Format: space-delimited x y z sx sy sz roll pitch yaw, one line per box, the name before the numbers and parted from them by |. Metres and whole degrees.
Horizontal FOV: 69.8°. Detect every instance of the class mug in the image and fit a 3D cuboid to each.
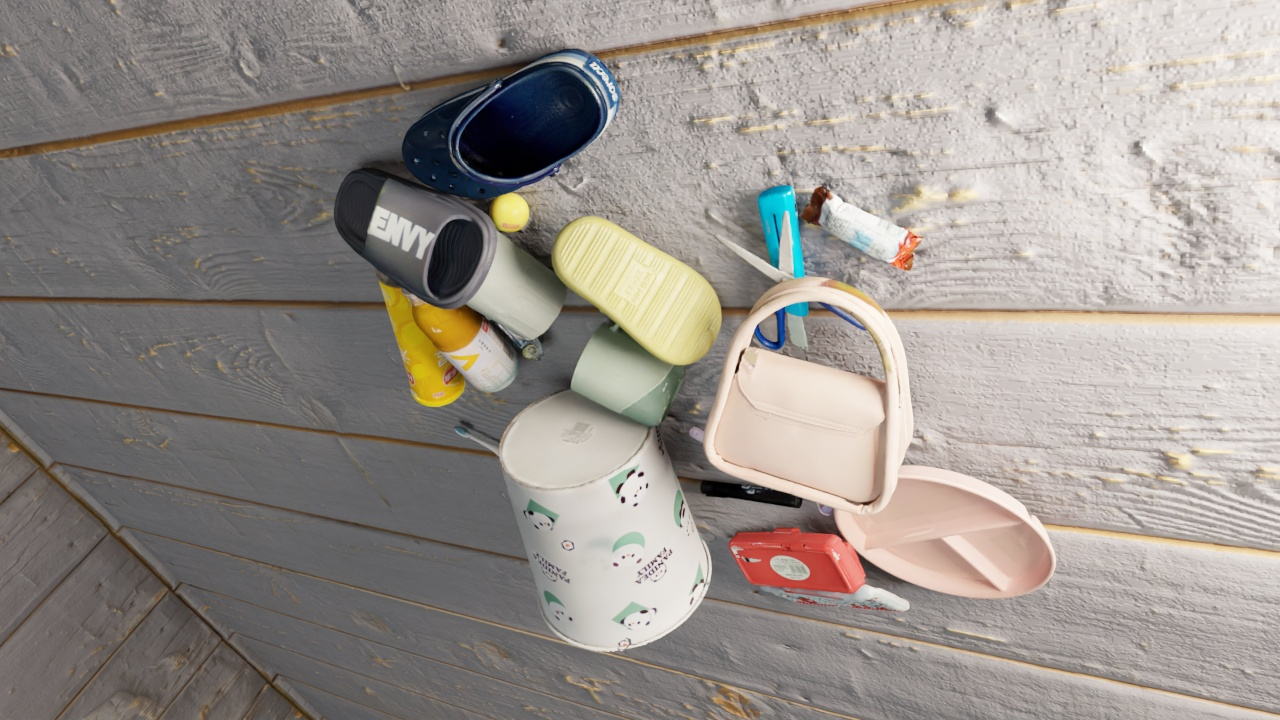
mug | -0.150 -0.084 0.988 0.103 0.083 0.124 33 174 -30
mug | -0.006 0.006 1.001 0.106 0.082 0.112 26 111 8

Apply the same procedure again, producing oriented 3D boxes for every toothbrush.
toothbrush | -0.168 0.143 1.301 0.221 0.026 0.026 25 164 10
toothbrush | 0.141 0.125 1.072 0.189 0.029 0.021 27 180 8

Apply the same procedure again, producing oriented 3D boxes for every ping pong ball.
ping pong ball | -0.134 -0.151 0.938 0.040 0.040 0.040 19 141 16

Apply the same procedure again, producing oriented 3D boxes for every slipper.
slipper | -0.005 -0.074 0.916 0.190 0.091 0.081 35 -179 -16
slipper | -0.127 -0.199 0.841 0.253 0.095 0.105 -12 122 38
slipper | -0.255 -0.133 0.936 0.268 0.083 0.111 29 104 37

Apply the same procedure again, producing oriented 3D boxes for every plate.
plate | 0.325 0.185 0.990 0.229 0.028 0.230 20 146 13

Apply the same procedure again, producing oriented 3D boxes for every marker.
marker | 0.134 0.163 1.117 0.132 0.020 0.022 2 123 33

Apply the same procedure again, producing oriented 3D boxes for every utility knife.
utility knife | 0.138 -0.079 0.849 0.034 0.018 0.191 8 138 27

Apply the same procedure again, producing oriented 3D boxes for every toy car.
toy car | -0.149 -0.042 1.069 0.105 0.031 0.049 46 180 -24

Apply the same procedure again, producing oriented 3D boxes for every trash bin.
trash bin | -0.048 0.181 1.111 0.230 0.228 0.252 8 131 29

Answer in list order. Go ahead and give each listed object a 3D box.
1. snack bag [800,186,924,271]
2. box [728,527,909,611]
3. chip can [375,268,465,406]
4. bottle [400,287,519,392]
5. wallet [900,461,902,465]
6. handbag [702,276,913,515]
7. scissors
snack bag | 0.187 -0.110 0.772 0.105 0.026 0.045 28 151 7
box | 0.213 0.269 1.139 0.161 0.060 0.202 45 151 -18
chip can | -0.268 -0.037 1.136 0.072 0.071 0.214 18 139 17
bottle | -0.210 -0.034 1.068 0.068 0.067 0.189 6 150 30
wallet | 0.221 0.091 0.981 0.121 0.019 0.097 15 141 20
handbag | 0.163 0.025 0.868 0.193 0.093 0.235 13 133 18
scissors | 0.140 -0.065 0.840 0.162 0.012 0.176 18 142 10
